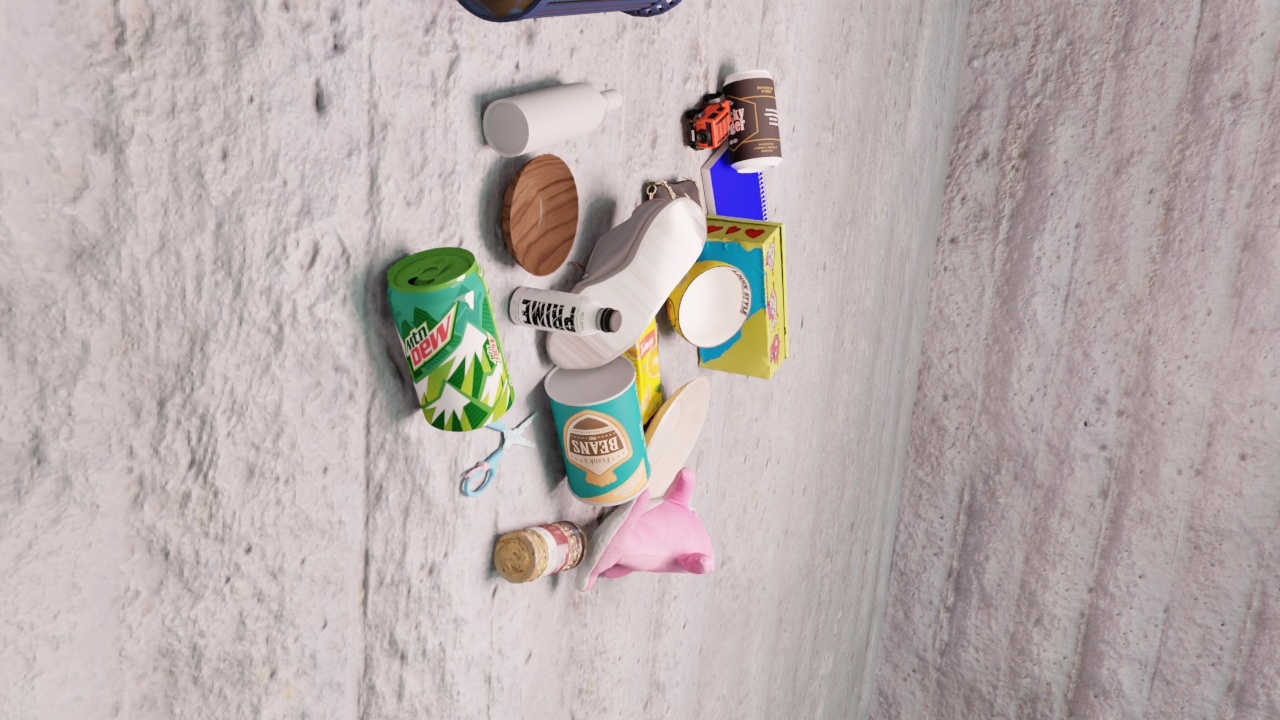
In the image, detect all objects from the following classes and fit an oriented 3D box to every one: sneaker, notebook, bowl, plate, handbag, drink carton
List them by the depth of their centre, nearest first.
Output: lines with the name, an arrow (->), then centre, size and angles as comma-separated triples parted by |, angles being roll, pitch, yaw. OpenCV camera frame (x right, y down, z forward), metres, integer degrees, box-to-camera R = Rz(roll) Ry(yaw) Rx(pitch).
bowl -> -0.106, -0.144, 0.906 | 0.119, 0.032, 0.119 | -31, 127, -56
sneaker -> -0.028, -0.090, 1.029 | 0.236, 0.089, 0.099 | -48, 118, -9
drink carton -> -0.007, 0.007, 1.143 | 0.058, 0.043, 0.135 | -48, 141, -50
handbag -> 0.042, -0.193, 1.165 | 0.128, 0.054, 0.079 | -20, 106, -56
plate -> 0.035, 0.102, 1.212 | 0.188, 0.027, 0.189 | -50, 156, -32
bowl -> 0.083, -0.082, 1.235 | 0.117, 0.067, 0.117 | -13, 119, -26
notebook -> 0.148, -0.236, 1.377 | 0.171, 0.022, 0.209 | -53, 143, -38

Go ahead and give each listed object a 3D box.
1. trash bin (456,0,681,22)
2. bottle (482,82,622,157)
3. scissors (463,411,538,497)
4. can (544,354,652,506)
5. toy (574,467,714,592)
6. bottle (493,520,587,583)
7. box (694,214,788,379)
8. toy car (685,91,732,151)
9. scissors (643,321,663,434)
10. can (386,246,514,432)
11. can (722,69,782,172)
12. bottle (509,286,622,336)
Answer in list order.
trash bin -> -0.059, -0.369, 0.802 | 0.248, 0.139, 0.139 | -34, 129, -52
bottle -> -0.075, -0.245, 0.906 | 0.194, 0.052, 0.052 | -37, 131, -53
scissors -> -0.144, 0.072, 0.940 | 0.138, 0.015, 0.118 | -53, 144, -52
can -> -0.045, 0.076, 1.029 | 0.099, 0.099, 0.144 | -49, 141, -44
toy -> 0.030, 0.231, 1.148 | 0.187, 0.128, 0.265 | -57, 154, 12
bottle -> -0.108, 0.208, 1.003 | 0.105, 0.056, 0.056 | 6, 94, -63
box -> 0.142, -0.091, 1.310 | 0.079, 0.124, 0.221 | -46, 136, -48
toy car -> 0.096, -0.315, 1.216 | 0.100, 0.049, 0.051 | -51, 141, -44
scissors -> 0.014, 0.048, 1.226 | 0.139, 0.015, 0.189 | -58, 146, -33
can -> -0.162, -0.017, 0.787 | 0.082, 0.083, 0.144 | -49, 140, -45
can -> 0.155, -0.330, 1.274 | 0.071, 0.072, 0.128 | -12, 96, -61
bottle -> -0.073, -0.047, 0.912 | 0.041, 0.116, 0.041 | -31, 126, -56
